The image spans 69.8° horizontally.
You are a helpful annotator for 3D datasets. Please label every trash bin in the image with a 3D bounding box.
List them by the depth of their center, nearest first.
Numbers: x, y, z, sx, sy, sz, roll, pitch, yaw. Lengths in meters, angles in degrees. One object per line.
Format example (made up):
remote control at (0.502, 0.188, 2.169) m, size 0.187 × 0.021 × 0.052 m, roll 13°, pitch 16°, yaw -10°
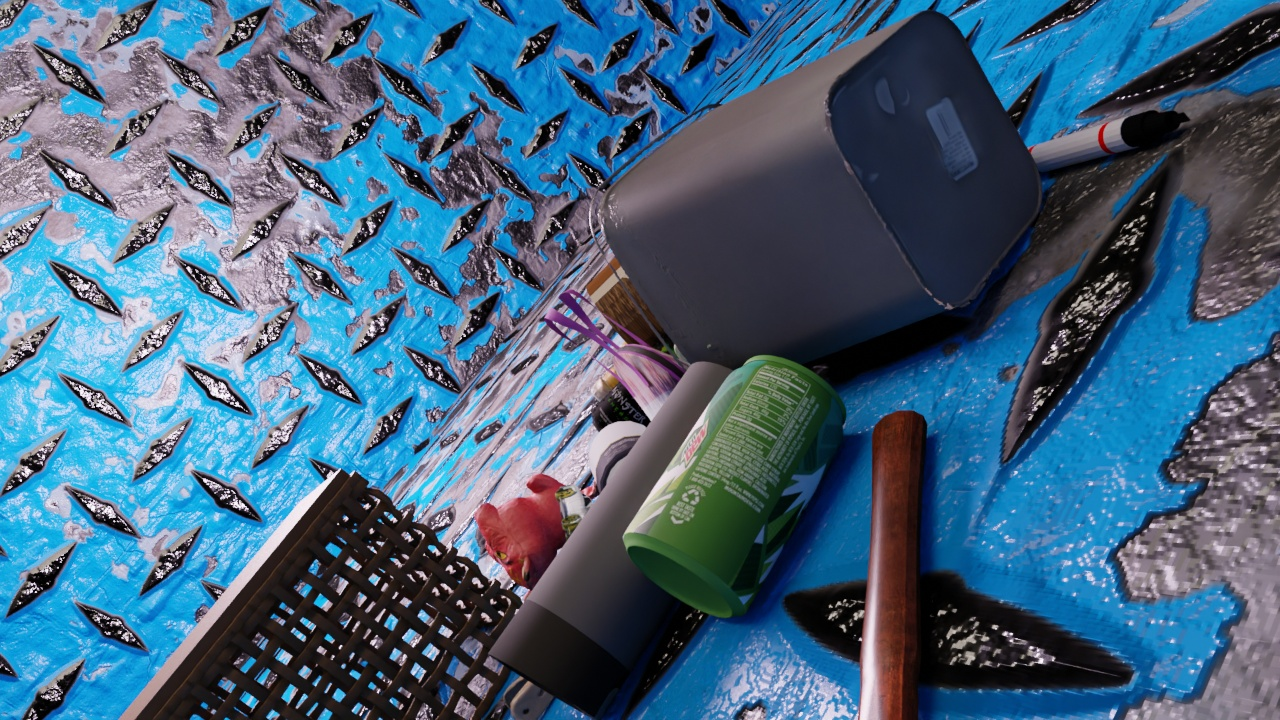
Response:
trash bin at (0.121, -0.106, 0.632) m, size 0.197 × 0.197 × 0.221 m, roll -43°, pitch 15°, yaw -30°

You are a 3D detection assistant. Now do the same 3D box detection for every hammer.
hammer at (0.106, 0.120, 0.392) m, size 0.111 × 0.028 × 0.299 m, roll -39°, pitch 16°, yaw 34°

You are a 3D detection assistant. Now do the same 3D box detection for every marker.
marker at (0.279, -0.135, 0.572) m, size 0.019 × 0.019 × 0.146 m, roll -51°, pitch 13°, yaw -10°

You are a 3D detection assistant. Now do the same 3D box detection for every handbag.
handbag at (-0.004, 0.004, 0.759) m, size 0.068 × 0.170 × 0.145 m, roll -52°, pitch 1°, yaw -13°

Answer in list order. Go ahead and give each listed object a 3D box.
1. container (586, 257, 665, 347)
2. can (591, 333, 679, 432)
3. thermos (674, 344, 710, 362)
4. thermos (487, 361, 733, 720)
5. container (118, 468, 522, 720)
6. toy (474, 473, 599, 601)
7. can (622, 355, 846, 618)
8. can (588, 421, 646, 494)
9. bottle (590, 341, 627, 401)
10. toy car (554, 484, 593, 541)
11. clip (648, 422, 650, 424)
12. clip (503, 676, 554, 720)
container at (0.039, -0.094, 0.958) m, size 0.167 × 0.132 × 0.132 m, roll -39°, pitch 14°, yaw 9°
can at (0.010, 0.026, 0.928) m, size 0.138 × 0.054 × 0.054 m, roll -46°, pitch 13°, yaw 11°
thermos at (0.119, -0.088, 0.808) m, size 0.231 × 0.082 × 0.082 m, roll -59°, pitch 15°, yaw -19°
thermos at (0.003, 0.118, 0.619) m, size 0.240 × 0.082 × 0.082 m, roll -54°, pitch 13°, yaw -21°
container at (-0.272, 0.270, 0.798) m, size 0.220 × 0.214 × 0.250 m, roll -29°, pitch 23°, yaw 57°
toy at (-0.079, 0.162, 0.859) m, size 0.133 × 0.088 × 0.094 m, roll -32°, pitch 44°, yaw -8°
can at (0.060, 0.074, 0.554) m, size 0.143 × 0.083 × 0.083 m, roll -55°, pitch 14°, yaw -24°
can at (-0.008, 0.091, 0.780) m, size 0.064 × 0.064 × 0.127 m, roll -49°, pitch 13°, yaw 1°
bottle at (0.018, -0.022, 1.046) m, size 0.186 × 0.053 × 0.053 m, roll -48°, pitch 13°, yaw 5°
toy car at (-0.050, 0.141, 0.777) m, size 0.033 × 0.048 × 0.105 m, roll -12°, pitch 16°, yaw -6°
clip at (0.009, 0.074, 0.896) m, size 0.052 × 0.014 × 0.041 m, roll -52°, pitch 13°, yaw -22°
clip at (-0.076, 0.238, 0.672) m, size 0.060 × 0.024 × 0.039 m, roll -45°, pitch 12°, yaw -30°
